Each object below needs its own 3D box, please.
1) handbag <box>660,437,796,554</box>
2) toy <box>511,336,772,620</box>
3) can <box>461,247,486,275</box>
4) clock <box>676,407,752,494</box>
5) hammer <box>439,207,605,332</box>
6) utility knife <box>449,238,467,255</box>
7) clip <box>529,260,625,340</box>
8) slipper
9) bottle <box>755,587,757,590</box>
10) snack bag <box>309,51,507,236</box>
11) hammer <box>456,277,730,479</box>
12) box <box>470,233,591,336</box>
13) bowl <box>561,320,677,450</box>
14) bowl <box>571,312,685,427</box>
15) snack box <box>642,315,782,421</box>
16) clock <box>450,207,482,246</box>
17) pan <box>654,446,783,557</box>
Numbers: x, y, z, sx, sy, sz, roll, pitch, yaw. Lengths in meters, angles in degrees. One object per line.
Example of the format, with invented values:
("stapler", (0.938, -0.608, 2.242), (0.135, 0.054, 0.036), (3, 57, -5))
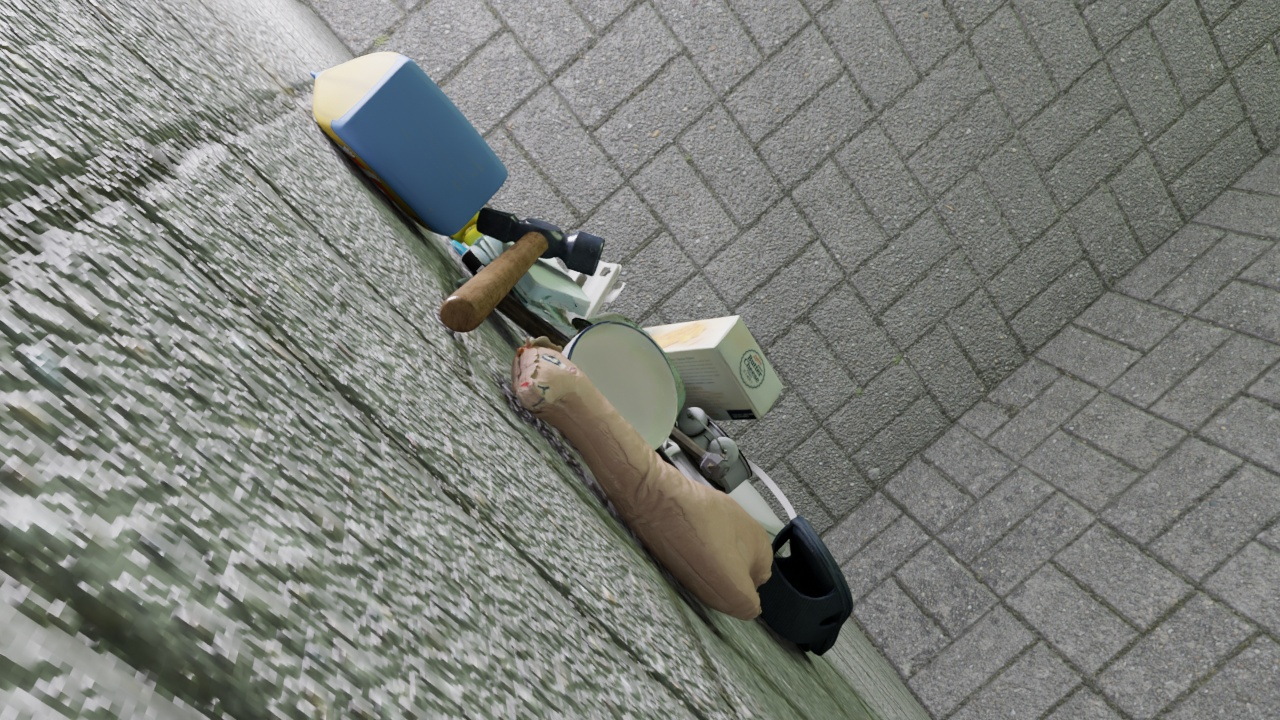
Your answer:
("handbag", (0.099, 0.174, 1.149), (0.222, 0.096, 0.215), (32, 14, -51))
("toy", (0.004, 0.085, 0.714), (0.264, 0.065, 0.196), (48, 11, 4))
("can", (-0.170, -0.097, 1.060), (0.080, 0.031, 0.031), (49, 1, 3))
("clock", (0.074, 0.095, 0.980), (0.094, 0.035, 0.123), (45, -12, 25))
("hammer", (-0.115, -0.080, 0.793), (0.129, 0.040, 0.321), (18, 19, -1))
("utility knife", (-0.207, -0.127, 1.135), (0.031, 0.015, 0.178), (45, 2, 7))
("clip", (-0.083, -0.054, 1.079), (0.097, 0.126, 0.152), (43, -20, -30))
("slipper", (0.167, 0.267, 0.997), (0.101, 0.082, 0.264), (52, -16, 34))
("bottle", (0.076, 0.184, 0.861), (0.044, 0.044, 0.109), (48, 1, -20))
("snack bag", (-0.250, -0.226, 0.931), (0.205, 0.102, 0.159), (30, -14, 50))
("hammer", (-0.043, 0.013, 0.879), (0.317, 0.028, 0.147), (37, 6, 21))
("box", (-0.116, -0.092, 0.950), (0.083, 0.066, 0.199), (47, 1, -37))
("bowl", (-0.032, 0.031, 0.788), (0.118, 0.117, 0.062), (49, -41, -15))
("bowl", (-0.006, 0.005, 0.951), (0.157, 0.038, 0.158), (44, -15, 14))
("snack box", (0.046, 0.014, 1.032), (0.208, 0.057, 0.104), (-6, -53, 47))
("clock", (-0.227, -0.185, 1.178), (0.119, 0.057, 0.083), (48, 1, -11))
("pan", (0.057, 0.148, 0.997), (0.357, 0.055, 0.187), (48, 1, -28))
